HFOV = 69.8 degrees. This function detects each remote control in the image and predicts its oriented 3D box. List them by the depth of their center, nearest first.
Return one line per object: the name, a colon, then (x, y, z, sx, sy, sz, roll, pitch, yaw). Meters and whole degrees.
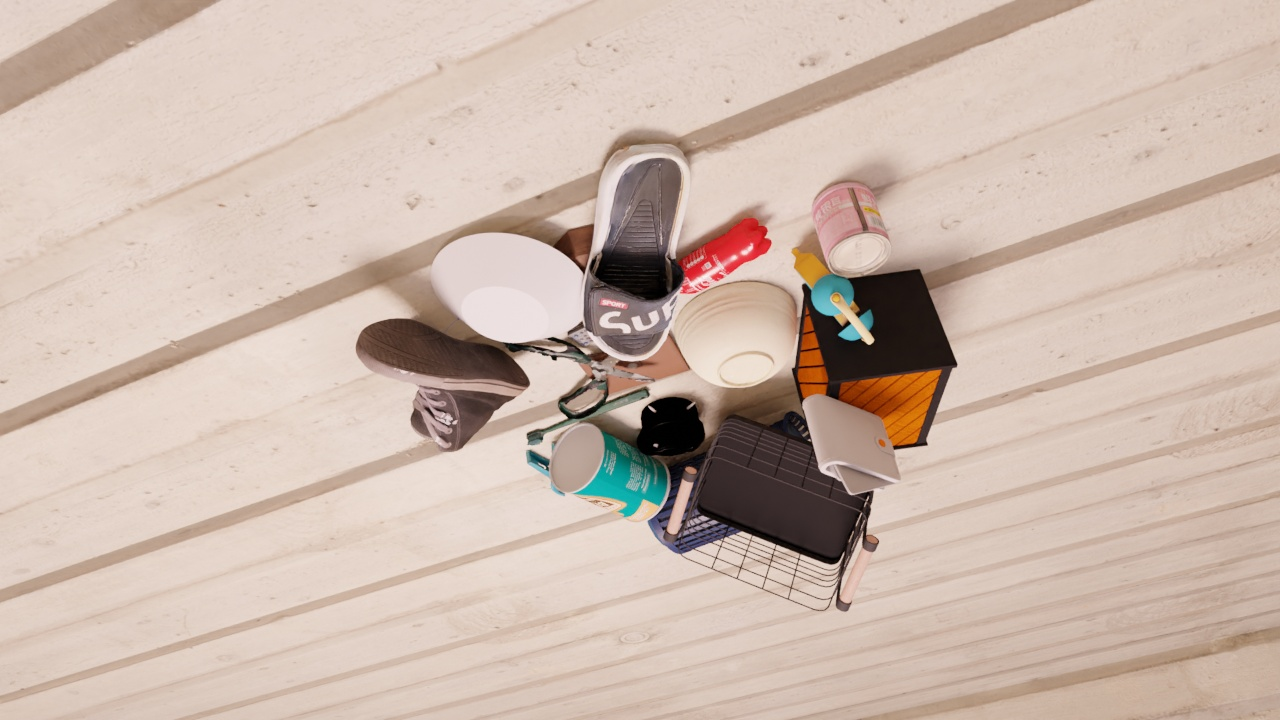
remote control: (-0.022, -0.051, 1.070, 0.137, 0.013, 0.033, -26, 141, 23)

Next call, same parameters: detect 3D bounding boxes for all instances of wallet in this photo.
wallet: (0.235, 0.103, 1.004, 0.118, 0.115, 0.038, 20, 135, -33)
wallet: (-0.007, 0.007, 1.152, 0.121, 0.013, 0.087, -17, 143, 15)

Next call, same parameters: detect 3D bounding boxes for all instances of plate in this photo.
plate: (-0.142, -0.062, 0.984, 0.174, 0.036, 0.174, 4, 144, 3)
plate: (-0.040, -0.095, 0.996, 0.131, 0.025, 0.131, -5, 144, -4)

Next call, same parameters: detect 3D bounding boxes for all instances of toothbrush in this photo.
toothbrush: (-0.073, 0.078, 1.234, 0.190, 0.017, 0.016, -22, 141, 19)

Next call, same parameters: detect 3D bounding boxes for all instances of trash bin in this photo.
trash bin: (0.271, 0.008, 1.100, 0.139, 0.139, 0.172, -8, 144, -1)
trash bin: (0.133, 0.183, 1.318, 0.250, 0.139, 0.139, -26, 141, 25)

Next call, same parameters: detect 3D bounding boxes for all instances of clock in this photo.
clock: (0.209, -0.069, 0.996, 0.044, 0.129, 0.099, -40, 136, 10)
clock: (0.040, 0.097, 1.259, 0.091, 0.042, 0.121, -5, 144, -4)

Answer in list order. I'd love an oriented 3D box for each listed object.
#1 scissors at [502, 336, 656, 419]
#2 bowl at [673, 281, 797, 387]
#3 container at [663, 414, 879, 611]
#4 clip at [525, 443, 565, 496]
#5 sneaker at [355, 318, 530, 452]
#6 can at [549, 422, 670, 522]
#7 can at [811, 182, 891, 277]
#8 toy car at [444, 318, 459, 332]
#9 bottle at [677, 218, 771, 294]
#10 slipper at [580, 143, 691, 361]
scissors: (-0.085, 0.020, 1.144, 0.201, 0.015, 0.206, 14, 146, -12)
bowl: (0.119, -0.017, 1.093, 0.150, 0.075, 0.151, -6, 144, -4)
container: (0.169, 0.194, 1.156, 0.241, 0.130, 0.163, 20, 118, 10)
clip: (-0.097, 0.156, 1.330, 0.120, 0.030, 0.130, -6, 145, 4)
sneaker: (-0.239, 0.031, 1.027, 0.120, 0.095, 0.234, -46, 155, 15)
can: (-0.041, 0.158, 1.279, 0.099, 0.099, 0.144, -31, 138, 28)
can: (0.217, -0.136, 0.948, 0.067, 0.076, 0.067, -5, 144, -4)
toy car: (-0.246, -0.017, 1.065, 0.061, 0.033, 0.092, -3, 141, -27)
bottle: (0.075, -0.104, 0.992, 0.142, 0.041, 0.042, -30, 139, 28)
slipper: (-0.002, -0.092, 0.937, 0.111, 0.063, 0.264, -4, 130, -17)
